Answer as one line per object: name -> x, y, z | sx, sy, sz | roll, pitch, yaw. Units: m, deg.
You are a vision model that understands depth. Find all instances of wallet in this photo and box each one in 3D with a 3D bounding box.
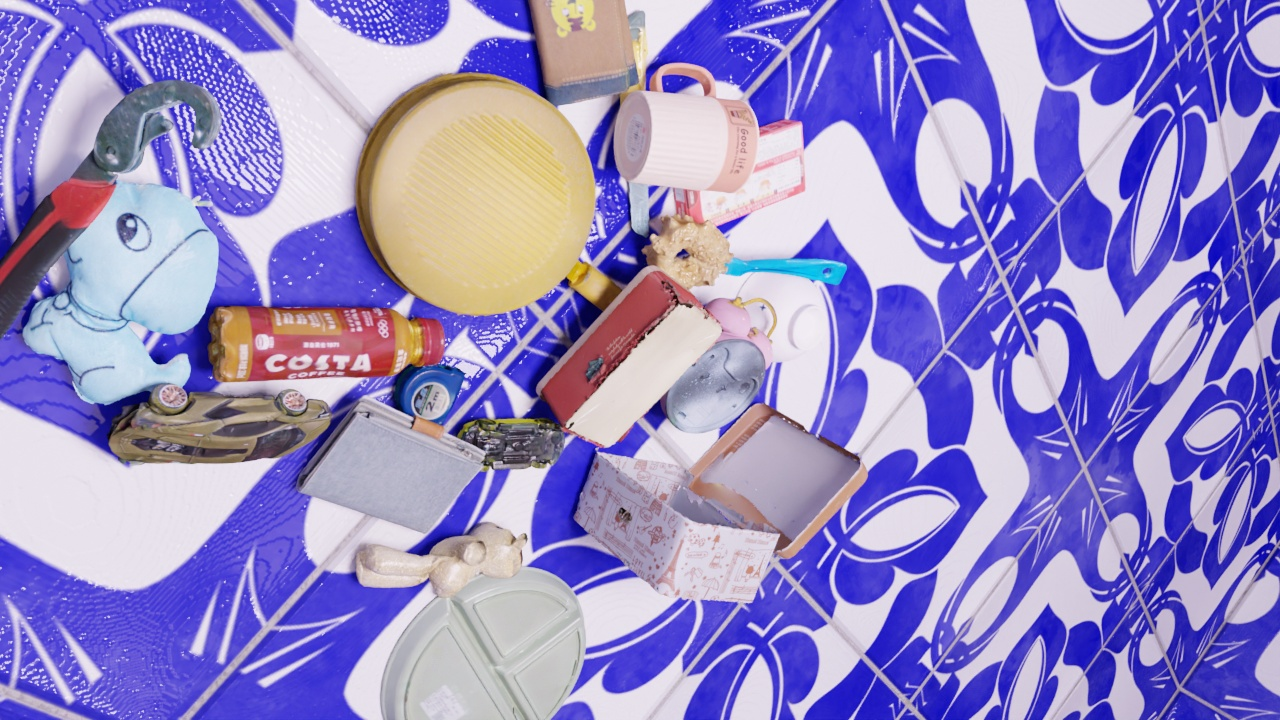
wallet -> -0.048, -0.280, 0.774 | 0.090, 0.033, 0.115 | -20, 116, -21
wallet -> -0.213, 0.091, 0.798 | 0.129, 0.037, 0.107 | 30, 106, -37

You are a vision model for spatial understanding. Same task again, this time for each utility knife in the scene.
utility knife -> -0.005, -0.213, 0.848 | 0.031, 0.021, 0.205 | -12, 120, -22

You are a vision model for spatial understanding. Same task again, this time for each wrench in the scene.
wrench -> -0.374, -0.079, 0.589 | 0.273, 0.016, 0.056 | -43, 91, 6

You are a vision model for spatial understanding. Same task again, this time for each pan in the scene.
pan -> -0.084, -0.099, 0.814 | 0.357, 0.078, 0.197 | 36, 90, -33

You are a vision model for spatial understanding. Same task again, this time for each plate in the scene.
plate -> -0.152, 0.320, 0.947 | 0.229, 0.027, 0.230 | -13, 115, -31

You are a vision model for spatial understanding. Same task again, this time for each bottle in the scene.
bottle -> -0.243, -0.014, 0.726 | 0.174, 0.057, 0.057 | -2, 109, -36

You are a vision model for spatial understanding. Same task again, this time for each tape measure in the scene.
tape measure -> -0.187, 0.027, 0.804 | 0.054, 0.025, 0.058 | 21, 94, -38

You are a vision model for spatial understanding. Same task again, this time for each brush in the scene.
brush -> 0.110, -0.099, 0.926 | 0.254, 0.046, 0.083 | 2, 123, -33

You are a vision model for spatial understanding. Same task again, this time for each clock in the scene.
clock -> 0.078, -0.001, 0.940 | 0.158, 0.060, 0.117 | -42, 136, 4

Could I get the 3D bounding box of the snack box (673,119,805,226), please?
snack box -> 0.101, -0.186, 0.924 | 0.152, 0.025, 0.075 | -24, 122, -26

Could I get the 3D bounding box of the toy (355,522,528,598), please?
toy -> -0.183, 0.185, 0.853 | 0.157, 0.066, 0.105 | 1, 140, -32

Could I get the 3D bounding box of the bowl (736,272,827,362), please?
bowl -> 0.164, -0.043, 1.002 | 0.118, 0.065, 0.118 | -14, 117, -31

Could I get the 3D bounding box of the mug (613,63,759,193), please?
mug -> 0.038, -0.210, 0.819 | 0.105, 0.082, 0.114 | -1, 82, -27

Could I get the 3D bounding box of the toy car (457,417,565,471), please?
toy car -> -0.122, 0.076, 0.864 | 0.105, 0.032, 0.048 | 2, 107, -30

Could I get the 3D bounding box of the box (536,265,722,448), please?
box -> -0.005, 0.005, 0.857 | 0.168, 0.076, 0.091 | -47, 142, 11

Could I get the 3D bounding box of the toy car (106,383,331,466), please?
toy car -> -0.312, 0.052, 0.694 | 0.157, 0.042, 0.070 | 1, 148, -38

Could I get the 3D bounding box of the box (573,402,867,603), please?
box -> 0.082, 0.147, 0.946 | 0.270, 0.179, 0.134 | -19, 118, -28

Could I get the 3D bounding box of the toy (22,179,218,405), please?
toy -> -0.353, -0.053, 0.636 | 0.156, 0.050, 0.161 | -35, 120, -9
